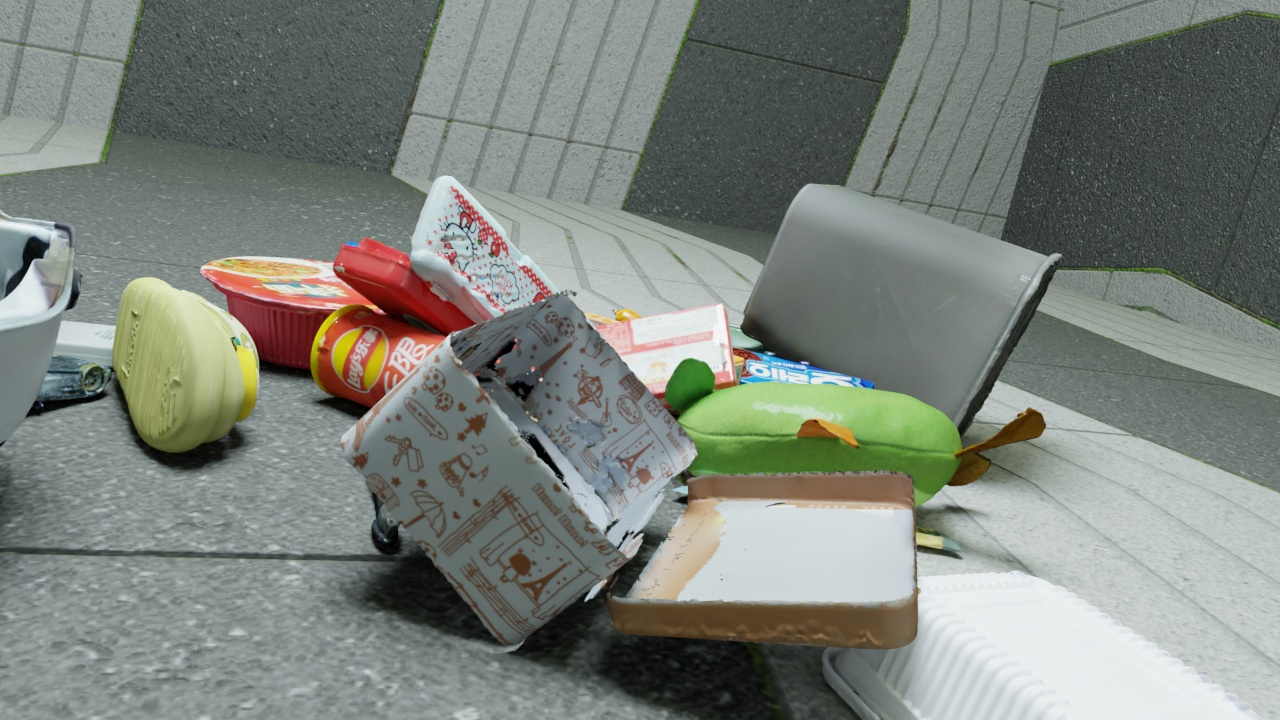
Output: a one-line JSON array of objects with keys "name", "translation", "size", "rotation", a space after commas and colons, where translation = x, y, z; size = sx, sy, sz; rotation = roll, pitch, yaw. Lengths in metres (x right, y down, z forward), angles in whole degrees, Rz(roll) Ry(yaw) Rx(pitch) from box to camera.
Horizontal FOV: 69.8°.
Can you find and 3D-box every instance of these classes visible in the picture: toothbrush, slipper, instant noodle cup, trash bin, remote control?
[{"name": "toothbrush", "translation": [-0.159, 0.067, 0.560], "size": [0.014, 0.016, 0.189], "rotation": [13, 11, -21]}, {"name": "slipper", "translation": [-0.289, -0.005, 0.598], "size": [0.081, 0.092, 0.191], "rotation": [5, 13, -41]}, {"name": "instant noodle cup", "translation": [-0.273, -0.039, 0.786], "size": [0.194, 0.066, 0.193], "rotation": [11, 14, -3]}, {"name": "trash bin", "translation": [0.234, -0.049, 0.846], "size": [0.220, 0.199, 0.198], "rotation": [30, 22, 22]}, {"name": "instant noodle cup", "translation": [0.178, 0.148, 0.394], "size": [0.137, 0.060, 0.173], "rotation": [4, 14, -26]}, {"name": "remote control", "translation": [-0.369, -0.007, 0.686], "size": [0.135, 0.019, 0.056], "rotation": [7, 14, -16]}]

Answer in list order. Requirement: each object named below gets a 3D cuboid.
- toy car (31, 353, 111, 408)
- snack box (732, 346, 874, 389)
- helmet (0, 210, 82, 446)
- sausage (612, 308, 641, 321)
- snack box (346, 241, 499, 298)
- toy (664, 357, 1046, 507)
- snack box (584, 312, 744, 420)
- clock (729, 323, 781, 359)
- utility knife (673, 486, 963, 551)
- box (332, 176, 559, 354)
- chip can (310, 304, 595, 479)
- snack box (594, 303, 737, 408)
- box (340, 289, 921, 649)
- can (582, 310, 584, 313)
[{"name": "toy car", "translation": [-0.389, 0.012, 0.568], "size": [0.054, 0.037, 0.120], "rotation": [13, 4, 13]}, {"name": "snack box", "translation": [0.093, 0.027, 0.792], "size": [0.208, 0.057, 0.058], "rotation": [15, 31, 18]}, {"name": "helmet", "translation": [-0.381, -0.002, 0.397], "size": [0.259, 0.146, 0.228], "rotation": [30, 23, 30]}, {"name": "sausage", "translation": [0.040, 0.001, 0.852], "size": [0.165, 0.021, 0.021], "rotation": [36, 18, 5]}, {"name": "snack box", "translation": [-0.213, -0.064, 0.900], "size": [0.157, 0.085, 0.026], "rotation": [13, 52, 10]}, {"name": "toy", "translation": [0.139, 0.060, 0.646], "size": [0.247, 0.090, 0.227], "rotation": [5, -13, 7]}, {"name": "snack box", "translation": [0.006, 0.015, 0.760], "size": [0.154, 0.075, 0.026], "rotation": [17, 14, 26]}, {"name": "clock", "translation": [0.067, -0.004, 0.921], "size": [0.161, 0.056, 0.116], "rotation": [10, 13, -3]}, {"name": "utility knife", "translation": [0.118, 0.106, 0.619], "size": [0.195, 0.020, 0.031], "rotation": [6, 8, 2]}, {"name": "box", "translation": [-0.131, -0.057, 0.720], "size": [0.095, 0.101, 0.201], "rotation": [17, -17, 31]}, {"name": "chip can", "translation": [-0.131, 0.021, 0.645], "size": [0.217, 0.073, 0.073], "rotation": [19, 16, 25]}, {"name": "snack box", "translation": [-0.004, 0.004, 0.711], "size": [0.153, 0.025, 0.075], "rotation": [-10, 54, 9]}, {"name": "box", "translation": [0.004, 0.067, 0.466], "size": [0.272, 0.131, 0.178], "rotation": [24, 16, 10]}, {"name": "can", "translation": [-0.120, -0.024, 0.857], "size": [0.146, 0.058, 0.058], "rotation": [1, 17, -35]}]
